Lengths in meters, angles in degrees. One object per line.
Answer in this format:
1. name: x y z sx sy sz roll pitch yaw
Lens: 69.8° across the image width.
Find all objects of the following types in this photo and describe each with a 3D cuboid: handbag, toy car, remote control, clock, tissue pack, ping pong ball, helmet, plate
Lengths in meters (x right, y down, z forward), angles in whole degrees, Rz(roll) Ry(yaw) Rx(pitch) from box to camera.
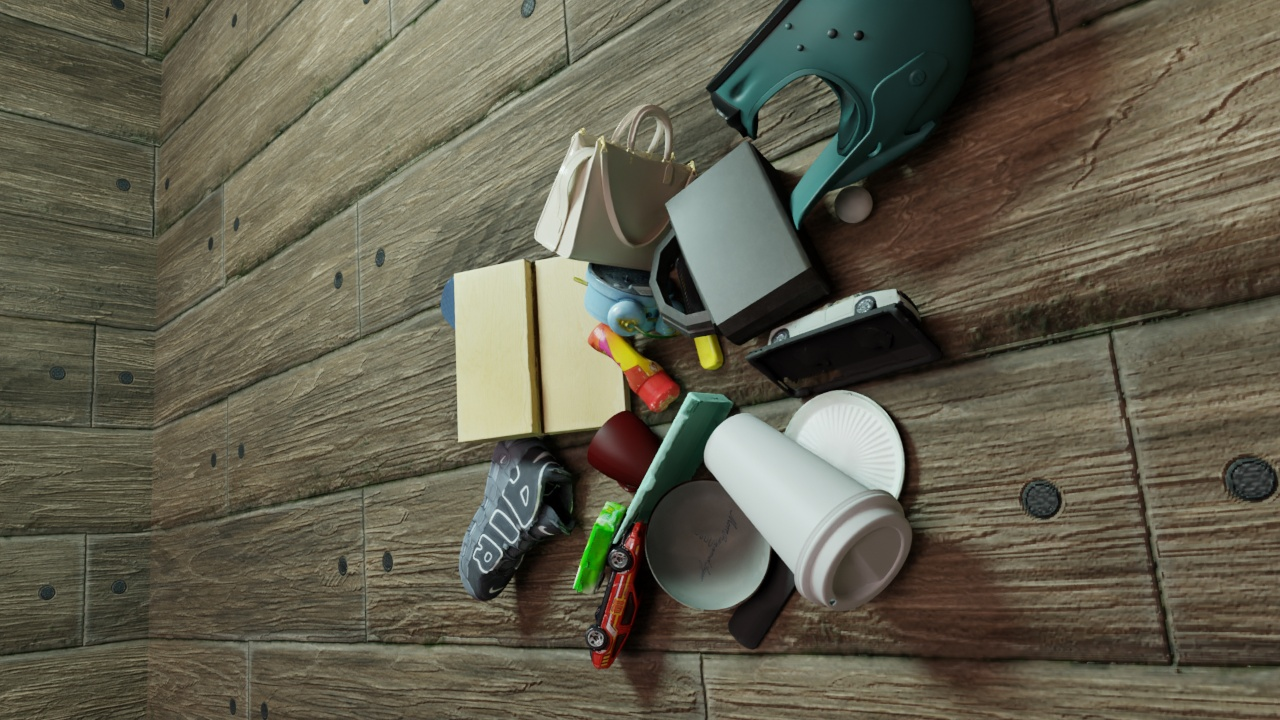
1. handbag: 0.100 -0.110 1.072 0.200 0.102 0.197 -30 63 21
2. handbag: -0.017 -0.220 1.137 0.101 0.194 0.198 35 112 41
3. toy car: -0.026 0.294 1.171 0.056 0.081 0.189 14 99 5
4. remote control: 0.146 0.263 1.042 0.045 0.021 0.141 44 114 38
5. clock: -0.009 -0.077 1.171 0.162 0.117 0.060 48 129 45
6. toy car: 0.216 -0.027 0.974 0.192 0.094 0.071 -22 40 43
7. tissue pack: -0.052 0.243 1.190 0.034 0.114 0.099 18 101 4
8. ping pong ball: 0.230 -0.169 0.993 0.040 0.040 0.040 -7 80 44
9. helmet: 0.208 -0.280 0.920 0.275 0.200 0.176 -45 11 17
10. plate: 0.217 0.111 0.992 0.157 0.014 0.157 -7 80 45

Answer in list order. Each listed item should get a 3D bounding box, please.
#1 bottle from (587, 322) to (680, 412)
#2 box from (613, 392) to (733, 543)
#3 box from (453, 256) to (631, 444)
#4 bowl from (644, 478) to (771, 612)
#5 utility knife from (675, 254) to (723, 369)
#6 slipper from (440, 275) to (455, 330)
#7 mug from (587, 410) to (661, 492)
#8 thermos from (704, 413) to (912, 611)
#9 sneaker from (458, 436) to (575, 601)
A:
1. bottle: -0.007 0.007 1.181 0.048 0.071 0.134 -44 72 2
2. box: 0.032 0.126 1.094 0.052 0.138 0.187 37 111 27
3. box: -0.140 -0.019 1.283 0.254 0.068 0.246 -7 79 15
4. bowl: 0.083 0.213 1.068 0.151 0.056 0.150 -3 82 18
5. utility knife: 0.071 -0.069 1.157 0.029 0.020 0.172 -30 66 38
6. slipper: -0.193 -0.036 1.386 0.295 0.060 0.118 34 111 29
7. mug: -0.008 0.133 1.181 0.088 0.086 0.114 36 139 27
8. thermos: 0.161 0.144 0.954 0.222 0.131 0.132 42 114 47
9. sneaker: -0.159 0.240 1.302 0.151 0.097 0.252 20 94 42
